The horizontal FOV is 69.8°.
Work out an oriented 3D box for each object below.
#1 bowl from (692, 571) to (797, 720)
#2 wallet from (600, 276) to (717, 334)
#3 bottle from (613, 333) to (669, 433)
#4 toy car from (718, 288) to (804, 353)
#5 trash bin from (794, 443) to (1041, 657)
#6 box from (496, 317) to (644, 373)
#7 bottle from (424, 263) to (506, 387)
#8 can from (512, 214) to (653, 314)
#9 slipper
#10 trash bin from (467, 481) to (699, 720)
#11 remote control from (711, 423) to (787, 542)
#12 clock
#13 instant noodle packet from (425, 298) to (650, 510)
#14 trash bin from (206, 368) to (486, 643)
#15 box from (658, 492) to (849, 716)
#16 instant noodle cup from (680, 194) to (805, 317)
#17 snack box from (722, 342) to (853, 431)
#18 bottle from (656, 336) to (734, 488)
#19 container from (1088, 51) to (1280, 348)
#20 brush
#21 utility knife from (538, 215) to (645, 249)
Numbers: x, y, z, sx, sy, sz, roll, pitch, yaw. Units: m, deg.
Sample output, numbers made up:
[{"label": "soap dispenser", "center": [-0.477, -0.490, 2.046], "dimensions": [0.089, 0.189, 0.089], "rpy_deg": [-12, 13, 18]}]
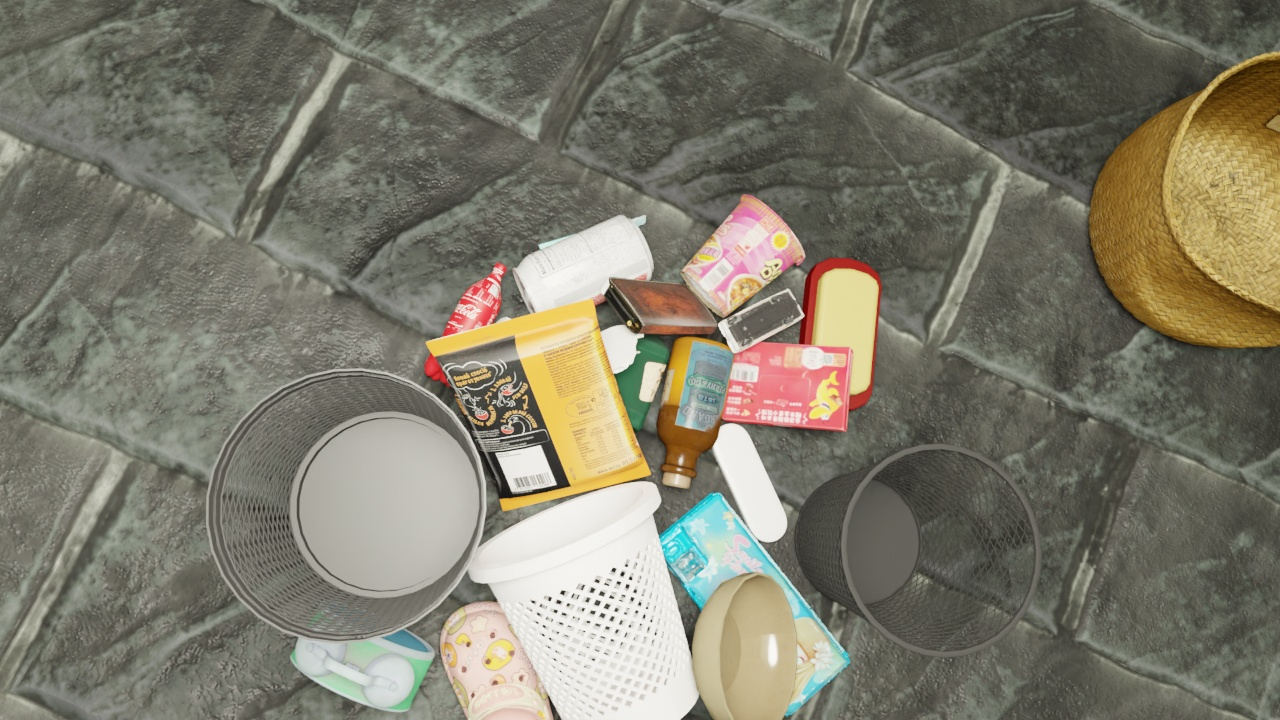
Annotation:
[{"label": "bowl", "center": [0.094, 0.282, 0.886], "dimensions": [0.051, 0.152, 0.152], "rpy_deg": [-9, 80, 36]}, {"label": "wallet", "center": [0.022, -0.055, 0.960], "dimensions": [0.122, 0.019, 0.072], "rpy_deg": [0, 46, -47]}, {"label": "bottle", "center": [-0.006, 0.006, 0.979], "dimensions": [0.061, 0.061, 0.131], "rpy_deg": [22, 79, -1]}, {"label": "toy car", "center": [0.129, -0.041, 0.998], "dimensions": [0.112, 0.039, 0.039], "rpy_deg": [-27, 85, -34]}, {"label": "trash bin", "center": [0.252, 0.182, 0.908], "dimensions": [0.184, 0.210, 0.184], "rpy_deg": [1, 81, -7]}, {"label": "box", "center": [-0.087, -0.005, 0.933], "dimensions": [0.140, 0.142, 0.083], "rpy_deg": [26, 36, -20]}, {"label": "bottle", "center": [-0.181, -0.040, 0.974], "dimensions": [0.042, 0.042, 0.141], "rpy_deg": [27, 79, -2]}, {"label": "can", "center": [-0.061, -0.095, 0.979], "dimensions": [0.136, 0.078, 0.078], "rpy_deg": [-25, 85, -10]}, {"label": "slipper", "center": [-0.133, 0.336, 0.905], "dimensions": [0.093, 0.081, 0.197], "rpy_deg": [-20, 86, -11]}, {"label": "trash bin", "center": [-0.040, 0.249, 0.886], "dimensions": [0.195, 0.195, 0.199], "rpy_deg": [-22, 94, -10]}, {"label": "remote control", "center": [0.118, 0.133, 0.999], "dimensions": [0.043, 0.013, 0.136], "rpy_deg": [-24, 85, -10]}, {"label": "clock", "center": [-0.262, 0.281, 0.855], "dimensions": [0.122, 0.162, 0.075], "rpy_deg": [27, 78, -3]}, {"label": "instant noodle packet", "center": [-0.094, 0.051, 0.902], "dimensions": [0.160, 0.032, 0.221], "rpy_deg": [-14, 123, 5]}, {"label": "trash bin", "center": [-0.248, 0.132, 0.845], "dimensions": [0.217, 0.227, 0.217], "rpy_deg": [1, 81, -7]}, {"label": "box", "center": [0.116, 0.255, 0.966], "dimensions": [0.094, 0.041, 0.227], "rpy_deg": [-38, 88, -11]}, {"label": "instant noodle cup", "center": [0.105, -0.108, 0.999], "dimensions": [0.108, 0.098, 0.097], "rpy_deg": [-43, 88, -3]}, {"label": "snack box", "center": [0.157, 0.026, 0.987], "dimensions": [0.133, 0.021, 0.089], "rpy_deg": [4, 80, 21]}, {"label": "bottle", "center": [0.053, 0.058, 0.975], "dimensions": [0.068, 0.068, 0.156], "rpy_deg": [13, 80, -5]}, {"label": "container", "center": [0.674, -0.167, 1.022], "dimensions": [0.307, 0.197, 0.306], "rpy_deg": [1, 83, -6]}, {"label": "brush", "center": [0.223, -0.030, 1.022], "dimensions": [0.082, 0.042, 0.173], "rpy_deg": [9, 80, -6]}, {"label": "utility knife", "center": [-0.051, -0.138, 1.020], "dimensions": [0.126, 0.015, 0.022], "rpy_deg": [-20, 80, -13]}]
